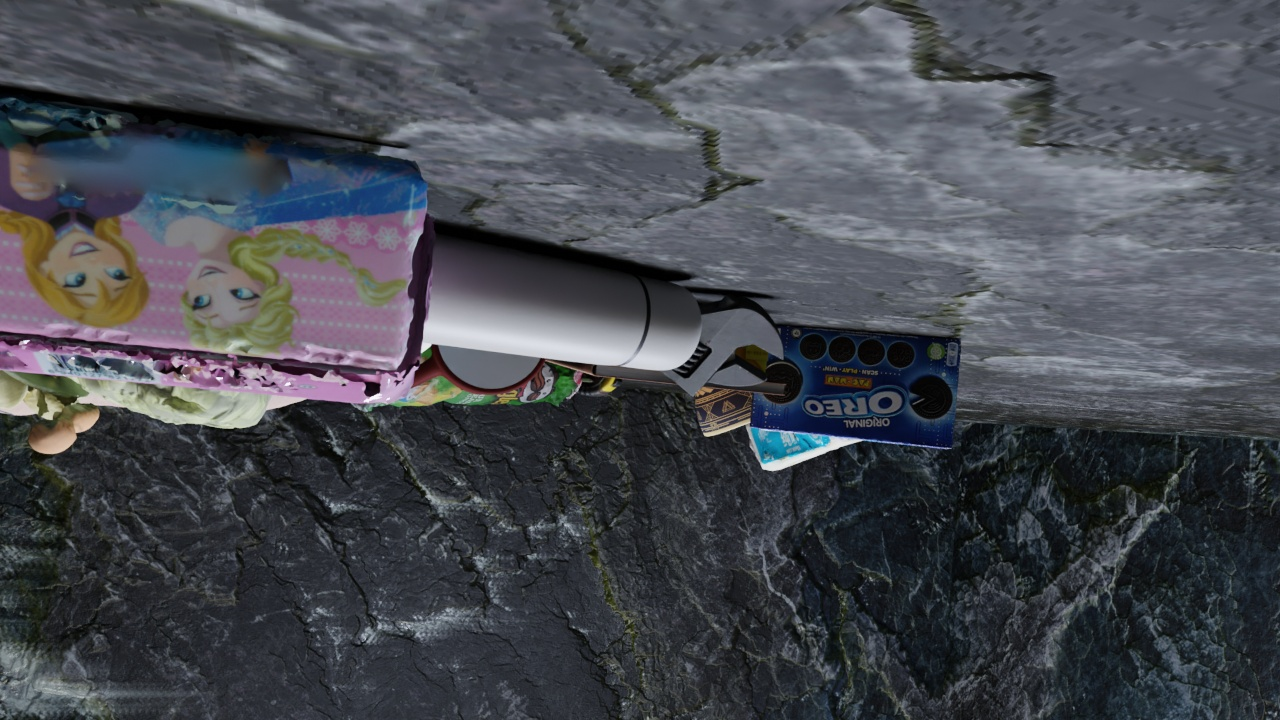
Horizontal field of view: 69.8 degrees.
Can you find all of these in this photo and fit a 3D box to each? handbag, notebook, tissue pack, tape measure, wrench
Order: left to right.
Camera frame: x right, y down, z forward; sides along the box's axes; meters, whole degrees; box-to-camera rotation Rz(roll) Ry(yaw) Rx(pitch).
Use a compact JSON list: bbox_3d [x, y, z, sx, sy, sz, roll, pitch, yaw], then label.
[{"bbox_3d":[-0.299,-0.006,0.503,0.186,0.117,0.113,31,175,7],"label":"handbag"},{"bbox_3d":[-0.046,-0.027,0.548,0.273,0.073,0.018,11,-146,-8],"label":"wrench"},{"bbox_3d":[-0.052,0.006,0.975,0.067,0.062,0.038,6,177,18],"label":"tape measure"},{"bbox_3d":[-0.004,0.004,0.695,0.141,0.008,0.209,6,-178,-22],"label":"notebook"},{"bbox_3d":[0.187,0.051,0.867,0.116,0.066,0.210,-19,173,-19],"label":"tissue pack"}]

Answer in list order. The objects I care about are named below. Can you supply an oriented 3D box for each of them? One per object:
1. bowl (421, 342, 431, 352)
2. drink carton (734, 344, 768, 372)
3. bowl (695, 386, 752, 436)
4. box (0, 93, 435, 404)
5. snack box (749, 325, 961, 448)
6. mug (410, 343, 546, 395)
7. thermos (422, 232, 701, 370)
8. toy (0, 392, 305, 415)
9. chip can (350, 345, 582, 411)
[{"bbox_3d":[-0.224,-0.030,0.657,0.219,0.060,0.189,8,176,-33],"label":"bowl"},{"bbox_3d":[0.018,-0.018,0.631,0.134,0.043,0.059,7,-179,-25],"label":"drink carton"},{"bbox_3d":[0.094,0.014,0.784,0.112,0.061,0.112,-24,179,-1],"label":"bowl"},{"bbox_3d":[-0.185,-0.050,0.302,0.230,0.085,0.097,6,145,-13],"label":"box"},{"bbox_3d":[0.161,0.020,0.695,0.150,0.082,0.027,4,178,9],"label":"snack box"},{"bbox_3d":[-0.114,-0.007,0.598,0.105,0.073,0.082,-28,-176,-12],"label":"mug"},{"bbox_3d":[-0.066,-0.030,0.458,0.223,0.052,0.052,8,176,-35],"label":"thermos"},{"bbox_3d":[-0.365,0.012,0.677,0.196,0.065,0.263,-2,-179,44],"label":"toy"},{"bbox_3d":[-0.156,0.006,0.828,0.076,0.075,0.222,2,-178,44],"label":"chip can"}]
